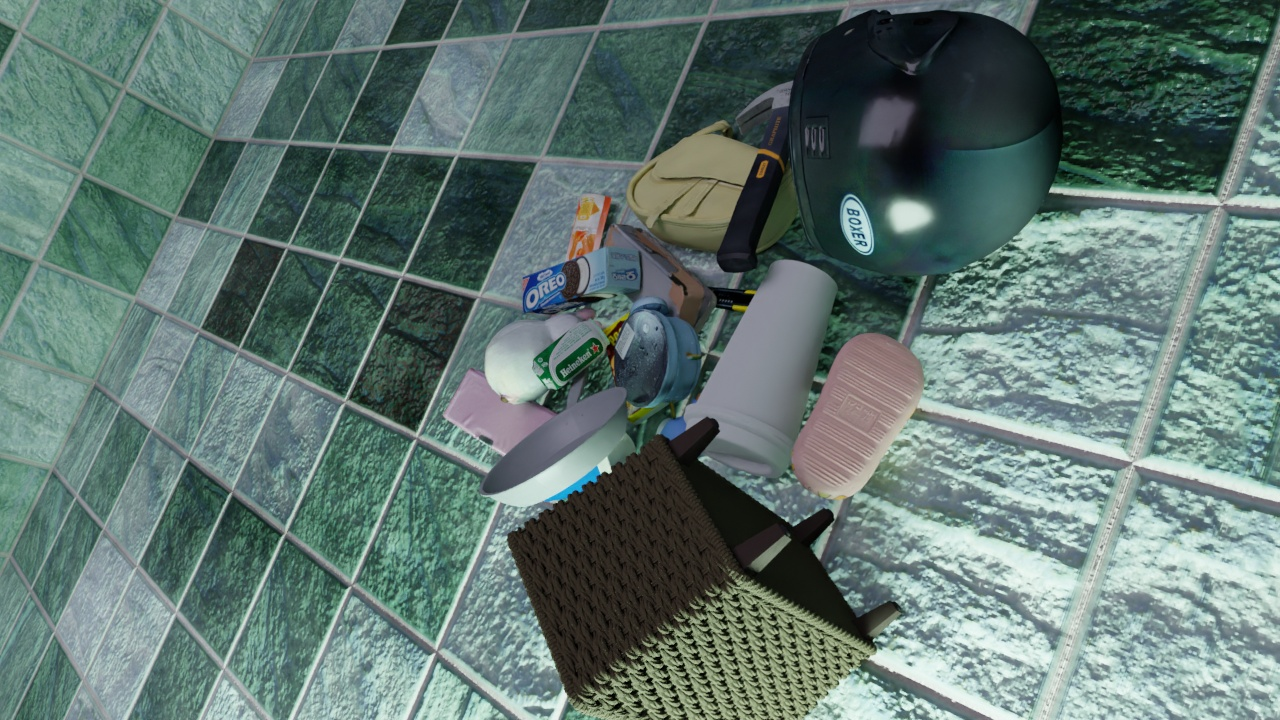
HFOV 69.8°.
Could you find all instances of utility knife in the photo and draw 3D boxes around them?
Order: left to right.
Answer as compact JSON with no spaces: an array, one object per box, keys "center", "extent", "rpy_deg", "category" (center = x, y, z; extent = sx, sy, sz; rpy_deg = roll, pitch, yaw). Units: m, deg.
[{"center":[0.095,-0.079,1.157],"extent":[0.213,0.020,0.028],"rpy_deg":[10,77,47],"category":"utility knife"}]

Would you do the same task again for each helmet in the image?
[{"center":[0.289,-0.228,0.914],"extent":[0.236,0.249,0.315],"rpy_deg":[-6,40,25],"category":"helmet"}]

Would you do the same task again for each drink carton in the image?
[{"center":[-0.081,-0.182,1.355],"extent":[0.069,0.038,0.122],"rpy_deg":[5,79,42],"category":"drink carton"}]

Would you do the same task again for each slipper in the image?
[{"center":[0.218,0.064,0.933],"extent":[0.093,0.082,0.196],"rpy_deg":[26,63,15],"category":"slipper"}]

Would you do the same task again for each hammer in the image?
[{"center":[0.154,-0.221,1.068],"extent":[0.140,0.035,0.311],"rpy_deg":[-1,50,30],"category":"hammer"}]

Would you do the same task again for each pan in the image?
[{"center":[-0.085,0.073,1.117],"extent":[0.201,0.051,0.355],"rpy_deg":[-31,12,16],"category":"pan"}]

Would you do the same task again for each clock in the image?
[{"center":[0.013,-0.011,1.106],"extent":[0.162,0.060,0.118],"rpy_deg":[56,132,43],"category":"clock"}]

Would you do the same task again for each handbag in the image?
[{"center":[0.099,-0.221,1.174],"extent":[0.233,0.088,0.191],"rpy_deg":[33,87,44],"category":"handbag"}]

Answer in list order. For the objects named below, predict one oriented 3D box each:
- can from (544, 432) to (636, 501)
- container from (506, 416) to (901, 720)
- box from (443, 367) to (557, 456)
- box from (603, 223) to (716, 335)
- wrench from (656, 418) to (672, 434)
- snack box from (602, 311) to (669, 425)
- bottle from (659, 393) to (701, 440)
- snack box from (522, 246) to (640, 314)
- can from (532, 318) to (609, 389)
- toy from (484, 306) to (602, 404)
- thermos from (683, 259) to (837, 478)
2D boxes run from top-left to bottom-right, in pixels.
[{"center":[-0.079,0.132,1.162],"extent":[0.146,0.079,0.078],"rpy_deg":[-16,60,36],"category":"can"},{"center":[0.076,0.207,0.831],"extent":[0.205,0.321,0.176],"rpy_deg":[-41,48,10],"category":"container"},{"center":[-0.197,0.084,1.324],"extent":[0.233,0.037,0.098],"rpy_deg":[22,80,45],"category":"box"},{"center":[0.015,-0.107,1.203],"extent":[0.216,0.062,0.081],"rpy_deg":[49,125,47],"category":"box"},{"center":[-0.031,0.189,1.119],"extent":[0.009,0.047,0.273],"rpy_deg":[31,89,38],"category":"wrench"},{"center":[-0.007,0.007,1.198],"extent":[0.061,0.025,0.148],"rpy_deg":[-35,51,23],"category":"snack box"},{"center":[0.044,0.099,1.092],"extent":[0.048,0.048,0.131],"rpy_deg":[32,92,45],"category":"bottle"},{"center":[-0.086,-0.106,1.258],"extent":[0.227,0.059,0.059],"rpy_deg":[-9,82,54],"category":"snack box"},{"center":[-0.093,-0.007,1.204],"extent":[0.101,0.053,0.053],"rpy_deg":[-39,44,-9],"category":"can"},{"center":[-0.136,-0.016,1.281],"extent":[0.179,0.101,0.138],"rpy_deg":[-29,33,-2],"category":"toy"},{"center":[0.141,0.005,1.008],"extent":[0.132,0.131,0.221],"rpy_deg":[8,68,43],"category":"thermos"}]
